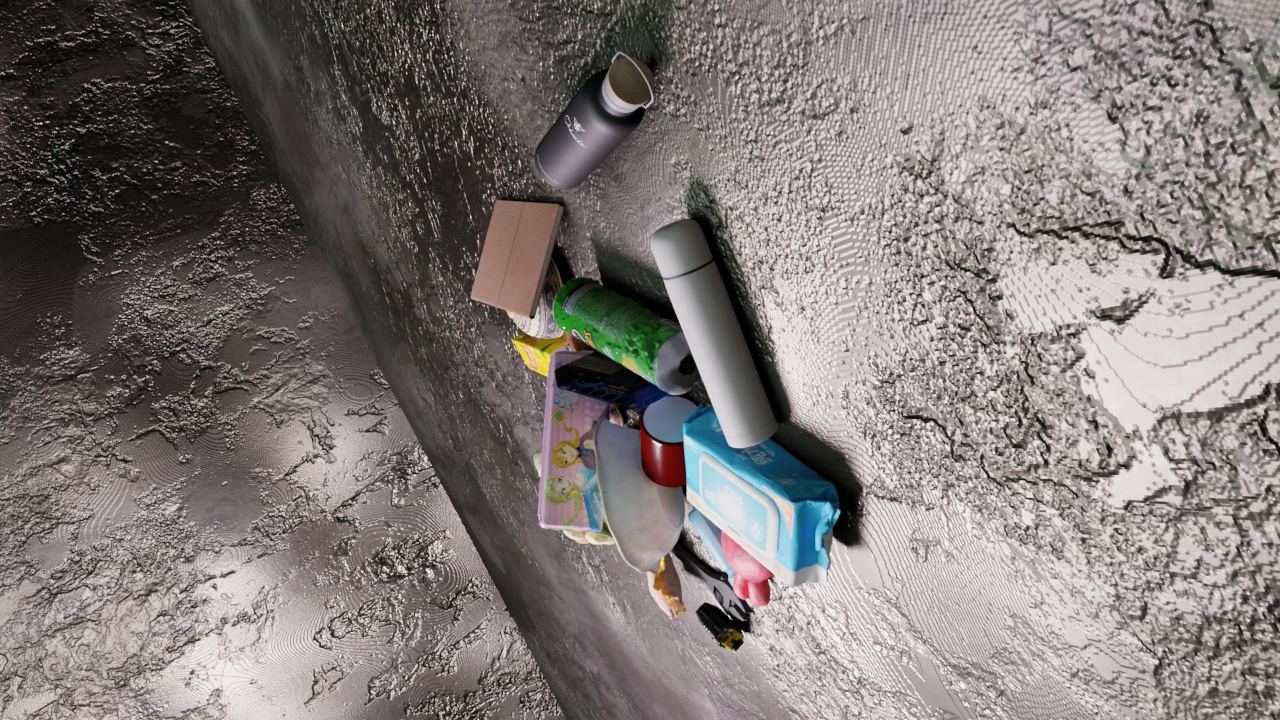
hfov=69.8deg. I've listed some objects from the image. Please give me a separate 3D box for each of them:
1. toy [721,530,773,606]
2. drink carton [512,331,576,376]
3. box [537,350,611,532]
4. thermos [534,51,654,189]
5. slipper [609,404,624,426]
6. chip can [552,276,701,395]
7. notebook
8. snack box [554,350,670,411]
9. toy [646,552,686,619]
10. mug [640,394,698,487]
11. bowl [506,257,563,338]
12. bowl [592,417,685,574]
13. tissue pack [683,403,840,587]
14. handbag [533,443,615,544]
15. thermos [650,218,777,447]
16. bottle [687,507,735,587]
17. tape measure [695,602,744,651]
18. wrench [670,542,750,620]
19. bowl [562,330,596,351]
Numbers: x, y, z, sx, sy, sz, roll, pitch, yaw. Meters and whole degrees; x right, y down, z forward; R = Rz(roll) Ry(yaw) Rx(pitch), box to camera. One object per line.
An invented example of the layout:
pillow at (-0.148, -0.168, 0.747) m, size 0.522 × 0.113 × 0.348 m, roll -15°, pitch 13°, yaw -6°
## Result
toy at (0.123, 0.216, 1.041) m, size 0.092 × 0.045 × 0.135 m, roll 35°, pitch 133°, yaw 58°
drink carton at (-0.134, -0.010, 1.340) m, size 0.135 × 0.042 × 0.058 m, roll 18°, pitch 141°, yaw 58°
box at (-0.085, 0.107, 1.204) m, size 0.097 × 0.085 × 0.230 m, roll 115°, pitch 158°, yaw -80°
thermos at (-0.041, -0.226, 0.867) m, size 0.061 × 0.061 × 0.232 m, roll 63°, pitch 158°, yaw -3°
slipper at (-0.093, 0.086, 1.341) m, size 0.094 × 0.064 × 0.240 m, roll 60°, pitch 159°, yaw 4°
chip can at (-0.014, -0.032, 1.023) m, size 0.223 × 0.075 × 0.075 m, roll 31°, pitch 143°, yaw 50°
notebook at (-0.164, -0.136, 1.190) m, size 0.209 × 0.008 × 0.141 m, roll 20°, pitch 95°, yaw 58°
snack box at (-0.023, 0.019, 1.055) m, size 0.150 × 0.082 × 0.027 m, roll 15°, pitch 119°, yaw 49°
toy at (0.003, 0.233, 1.268) m, size 0.196 × 0.065 × 0.264 m, roll 91°, pitch 158°, yaw -81°
mug at (0.051, 0.098, 1.053) m, size 0.106 × 0.073 × 0.083 m, roll 19°, pitch 141°, yaw 18°
bowl at (-0.147, -0.082, 1.221) m, size 0.113 × 0.061 × 0.112 m, roll 169°, pitch 90°, yaw -69°
bowl at (0.010, 0.164, 1.145) m, size 0.188 × 0.060 × 0.219 m, roll -71°, pitch -39°, yaw -63°
tissue pack at (0.121, 0.137, 0.934) m, size 0.209 × 0.065 × 0.117 m, roll 35°, pitch 138°, yaw 44°
handbag at (-0.095, 0.209, 1.387) m, size 0.186 × 0.117 × 0.113 m, roll 41°, pitch 173°, yaw -21°
thermos at (0.070, -0.026, 0.876) m, size 0.052 × 0.052 × 0.224 m, roll 8°, pitch 124°, yaw 63°
bottle at (0.107, 0.231, 1.114) m, size 0.130 × 0.040 × 0.040 m, roll 57°, pitch 157°, yaw 11°
tape measure at (0.108, 0.365, 1.249) m, size 0.067 × 0.038 × 0.062 m, roll 38°, pitch 173°, yaw 44°
wrench at (0.068, 0.281, 1.289) m, size 0.273 × 0.018 × 0.073 m, roll 32°, pitch 143°, yaw 52°
bowl at (-0.088, -0.045, 1.225) m, size 0.114 × 0.026 × 0.102 m, roll 2°, pitch 118°, yaw 65°
